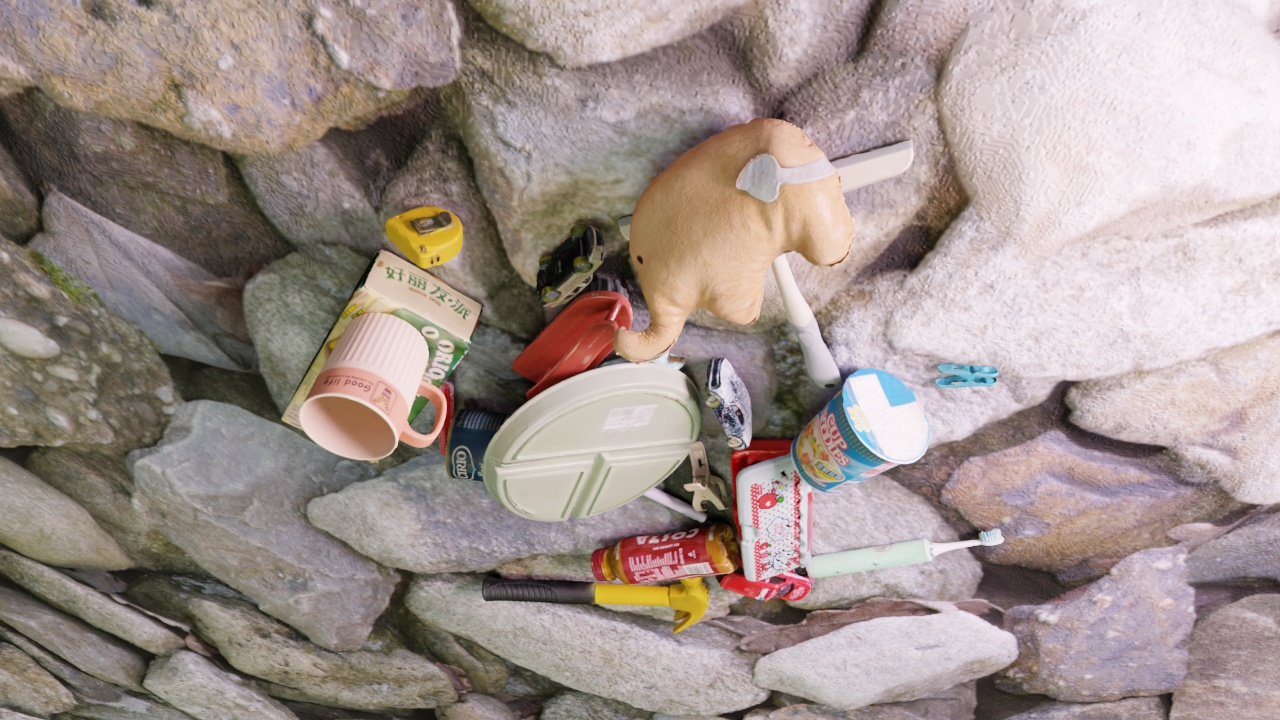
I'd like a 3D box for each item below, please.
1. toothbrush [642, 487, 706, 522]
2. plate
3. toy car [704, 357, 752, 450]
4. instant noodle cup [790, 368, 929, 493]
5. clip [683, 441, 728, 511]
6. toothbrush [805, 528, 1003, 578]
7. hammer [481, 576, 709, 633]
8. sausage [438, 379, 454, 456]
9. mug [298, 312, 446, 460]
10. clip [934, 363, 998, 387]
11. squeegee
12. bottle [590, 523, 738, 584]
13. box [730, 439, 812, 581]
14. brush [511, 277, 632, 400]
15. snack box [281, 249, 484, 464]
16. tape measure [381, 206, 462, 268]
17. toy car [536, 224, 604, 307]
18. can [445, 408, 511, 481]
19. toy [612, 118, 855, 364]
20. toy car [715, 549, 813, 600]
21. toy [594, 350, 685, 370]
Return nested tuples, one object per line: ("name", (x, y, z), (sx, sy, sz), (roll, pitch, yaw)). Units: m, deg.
("toothbrush", (-0.001, 0.138, 1.029), (0.189, 0.021, 0.029), (31, 170, -21))
("plate", (-0.041, 0.089, 0.904), (0.230, 0.027, 0.231), (-18, 143, -14))
("toy car", (0.090, 0.044, 0.895), (0.031, 0.048, 0.106), (-8, 133, 22))
("instant noodle cup", (0.203, 0.076, 0.881), (0.099, 0.099, 0.110), (24, 141, -14))
("clip", (0.068, 0.133, 1.000), (0.034, 0.064, 0.098), (-8, 140, 19))
("toothbrush", (0.298, 0.221, 1.049), (0.225, 0.026, 0.027), (-15, 108, 24))
("hammer", (-0.059, 0.304, 1.195), (0.301, 0.032, 0.129), (0, 133, 10))
("sausage", (-0.207, 0.062, 0.979), (0.020, 0.020, 0.156), (12, 143, -2))
("mug", (-0.225, 0.028, 0.807), (0.114, 0.105, 0.082), (28, 132, -17))
("clip", (0.303, 0.015, 0.851), (0.056, 0.014, 0.041), (2, 135, 10))
("squeegee", (0.137, -0.048, 0.802), (0.247, 0.039, 0.247), (-11, 132, 21))
("bottle", (0.026, 0.233, 1.089), (0.175, 0.057, 0.057), (-12, 131, 22))
("box", (0.146, 0.171, 0.999), (0.090, 0.067, 0.201), (-1, 134, 10))
("brush", (-0.059, -0.015, 0.849), (0.063, 0.069, 0.146), (31, 132, -21))
("snack box", (-0.261, 0.005, 0.912), (0.114, 0.063, 0.241), (29, 132, -18))
("tape measure", (-0.182, -0.110, 0.786), (0.060, 0.057, 0.029), (43, 145, 25))
("toy car", (-0.060, -0.082, 0.803), (0.035, 0.042, 0.091), (12, 145, -34))
("can", (-0.141, 0.093, 0.969), (0.111, 0.075, 0.075), (6, 135, 4))
("toy", (0.053, -0.091, 0.721), (0.227, 0.082, 0.143), (-35, 86, 28))
("toy car", (0.148, 0.263, 1.108), (0.120, 0.045, 0.053), (14, 137, -6))
("toy", (-0.005, 0.005, 0.885), (0.092, 0.030, 0.096), (-19, 144, 23))
